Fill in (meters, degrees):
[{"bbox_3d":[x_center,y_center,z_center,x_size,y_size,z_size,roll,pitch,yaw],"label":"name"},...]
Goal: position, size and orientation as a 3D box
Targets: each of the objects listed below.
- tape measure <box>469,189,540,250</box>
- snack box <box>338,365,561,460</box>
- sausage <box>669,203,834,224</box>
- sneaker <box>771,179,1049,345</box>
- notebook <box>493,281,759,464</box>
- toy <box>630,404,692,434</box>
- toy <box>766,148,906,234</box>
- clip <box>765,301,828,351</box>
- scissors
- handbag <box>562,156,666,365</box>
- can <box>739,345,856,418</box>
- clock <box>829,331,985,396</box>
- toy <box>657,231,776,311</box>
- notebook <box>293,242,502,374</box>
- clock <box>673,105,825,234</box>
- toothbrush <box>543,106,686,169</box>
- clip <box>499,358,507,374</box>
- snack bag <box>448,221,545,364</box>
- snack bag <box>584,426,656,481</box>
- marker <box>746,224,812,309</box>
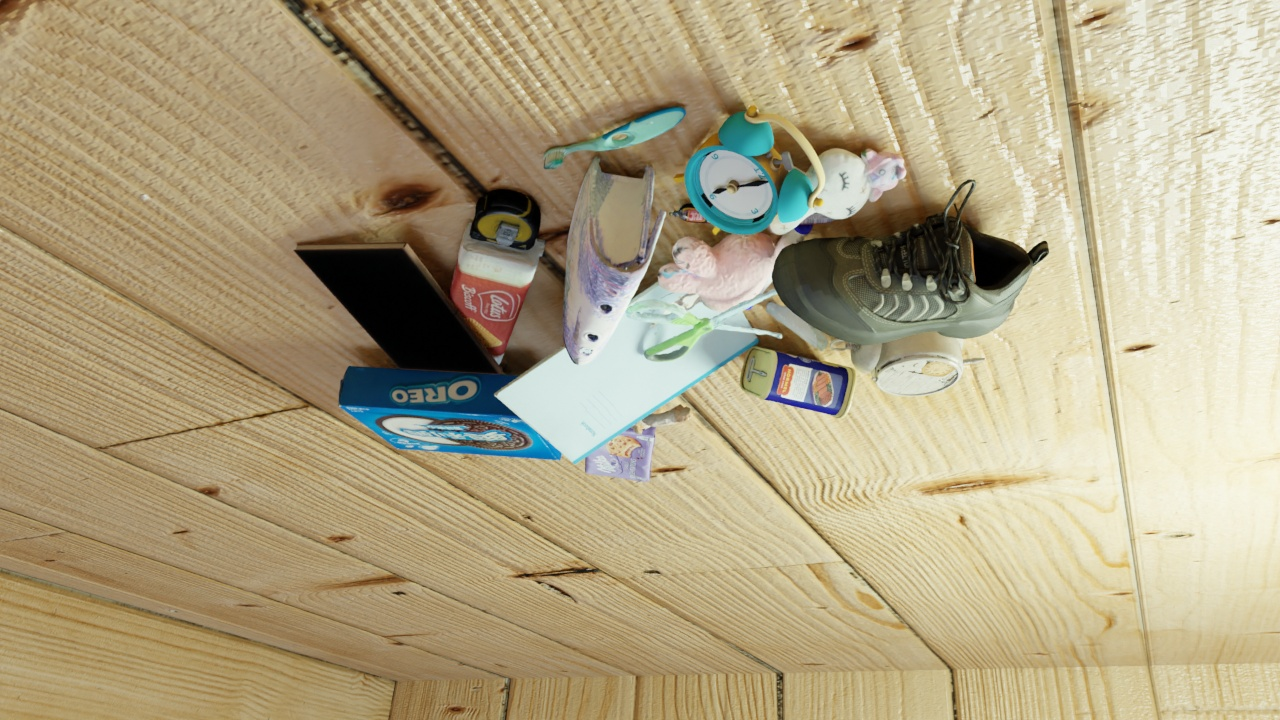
[{"bbox_3d":[-0.123,-0.128,0.842,0.061,0.034,0.061,10,149,-12],"label":"tape measure"},{"bbox_3d":[-0.230,0.070,1.162,0.239,0.056,0.196,3,159,9],"label":"snack box"},{"bbox_3d":[0.103,-0.131,0.818,0.155,0.020,0.020,1,151,6],"label":"sausage"},{"bbox_3d":[0.245,-0.081,0.797,0.237,0.101,0.143,2,154,-14],"label":"sneaker"},{"bbox_3d":[-0.006,0.006,0.966,0.253,0.009,0.181,-34,143,5],"label":"notebook"},{"bbox_3d":[0.014,0.056,1.094,0.074,0.085,0.106,18,137,-26],"label":"toy"},{"bbox_3d":[0.158,-0.146,0.765,0.123,0.037,0.079,-11,136,18],"label":"toy"},{"bbox_3d":[0.160,-0.055,0.918,0.045,0.101,0.056,16,107,-29],"label":"clip"},{"bbox_3d":[0.060,-0.034,0.888,0.172,0.023,0.172,25,139,-38],"label":"scissors"},{"bbox_3d":[-0.028,-0.084,0.812,0.069,0.126,0.159,8,150,-12],"label":"handbag"},{"bbox_3d":[0.170,0.022,1.012,0.092,0.056,0.116,13,-177,-10],"label":"can"},{"bbox_3d":[0.277,-0.001,0.987,0.156,0.061,0.104,9,151,-13],"label":"clock"},{"bbox_3d":[0.072,-0.085,0.862,0.105,0.053,0.109,4,150,-21],"label":"toy"},{"bbox_3d":[-0.252,-0.051,0.974,0.142,0.008,0.209,3,146,25],"label":"notebook"},{"bbox_3d":[0.087,-0.148,0.741,0.099,0.043,0.130,50,143,-17],"label":"clock"},{"bbox_3d":[-0.024,-0.180,0.749,0.135,0.017,0.022,-12,144,28],"label":"toothbrush"},{"bbox_3d":[-0.183,-0.002,1.097,0.052,0.059,0.026,-25,177,-42],"label":"clip"},{"bbox_3d":[-0.163,-0.062,0.964,0.077,0.041,0.226,14,152,-12],"label":"snack bag"},{"bbox_3d":[-0.026,0.107,1.235,0.096,0.058,0.206,7,154,0],"label":"snack bag"},{"bbox_3d":[0.127,-0.091,0.887,0.020,0.020,0.142,11,151,-12],"label":"marker"}]
